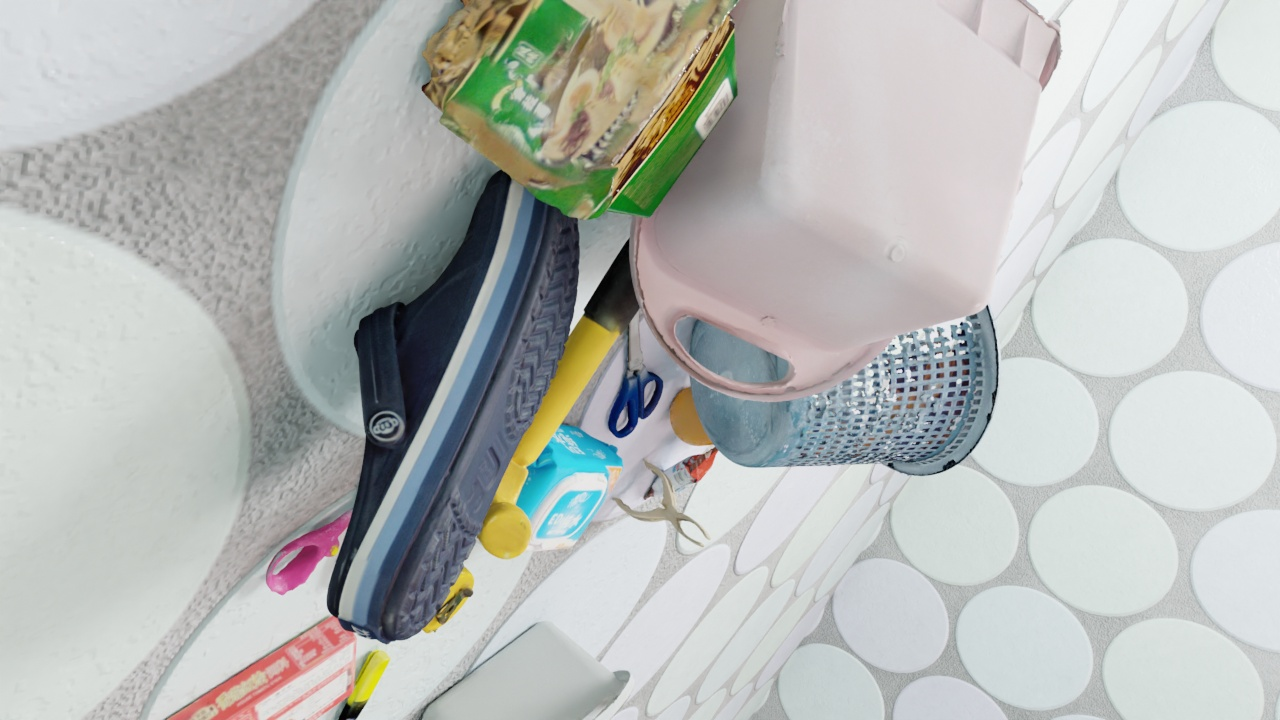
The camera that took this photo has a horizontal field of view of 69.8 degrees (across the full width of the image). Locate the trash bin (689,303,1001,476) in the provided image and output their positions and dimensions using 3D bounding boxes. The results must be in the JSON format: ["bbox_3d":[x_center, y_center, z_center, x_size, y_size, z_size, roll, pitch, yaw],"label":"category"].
[{"bbox_3d":[0.159,0.004,0.802,0.194,0.226,0.227,-8,134,-27],"label":"trash bin"}]

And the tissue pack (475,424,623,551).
[{"bbox_3d":[-0.072,0.096,0.687,0.090,0.063,0.140,-56,156,6],"label":"tissue pack"}]

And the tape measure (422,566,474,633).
[{"bbox_3d":[-0.152,0.181,0.701,0.057,0.029,0.060,-44,155,-22],"label":"tape measure"}]

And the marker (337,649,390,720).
[{"bbox_3d":[-0.224,0.271,0.712,0.018,0.015,0.124,-6,132,-58],"label":"marker"}]

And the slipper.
[{"bbox_3d":[-0.104,0.015,0.478,0.105,0.095,0.252,90,19,-75],"label":"slipper"}]

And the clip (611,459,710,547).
[{"bbox_3d":[0.026,0.134,0.898,0.035,0.101,0.096,53,49,-64],"label":"clip"}]

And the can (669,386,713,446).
[{"bbox_3d":[0.084,0.055,0.922,0.058,0.058,0.145,-59,156,12],"label":"can"}]

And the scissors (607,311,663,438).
[{"bbox_3d":[-0.012,0.012,0.746,0.105,0.012,0.175,-51,155,-5],"label":"scissors"}]

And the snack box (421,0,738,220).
[{"bbox_3d":[-0.015,-0.129,0.426,0.118,0.117,0.105,-54,161,8],"label":"snack box"}]

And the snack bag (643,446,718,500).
[{"bbox_3d":[0.042,0.118,0.945,0.048,0.026,0.104,-30,176,-36],"label":"snack bag"}]

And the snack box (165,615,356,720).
[{"bbox_3d":[-0.254,0.232,0.588,0.152,0.025,0.075,-30,148,-42],"label":"snack box"}]

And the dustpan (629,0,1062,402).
[{"bbox_3d":[0.107,-0.118,0.542,0.139,0.222,0.273,-16,-126,58],"label":"dustpan"}]

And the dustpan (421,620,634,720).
[{"bbox_3d":[-0.117,0.380,0.903,0.222,0.143,0.258,-28,145,-44],"label":"dustpan"}]

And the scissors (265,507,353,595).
[{"bbox_3d":[-0.171,0.098,0.571,0.133,0.017,0.125,-47,154,-23],"label":"scissors"}]

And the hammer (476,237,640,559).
[{"bbox_3d":[-0.024,-0.024,0.569,0.033,0.129,0.300,35,86,-24],"label":"hammer"}]
